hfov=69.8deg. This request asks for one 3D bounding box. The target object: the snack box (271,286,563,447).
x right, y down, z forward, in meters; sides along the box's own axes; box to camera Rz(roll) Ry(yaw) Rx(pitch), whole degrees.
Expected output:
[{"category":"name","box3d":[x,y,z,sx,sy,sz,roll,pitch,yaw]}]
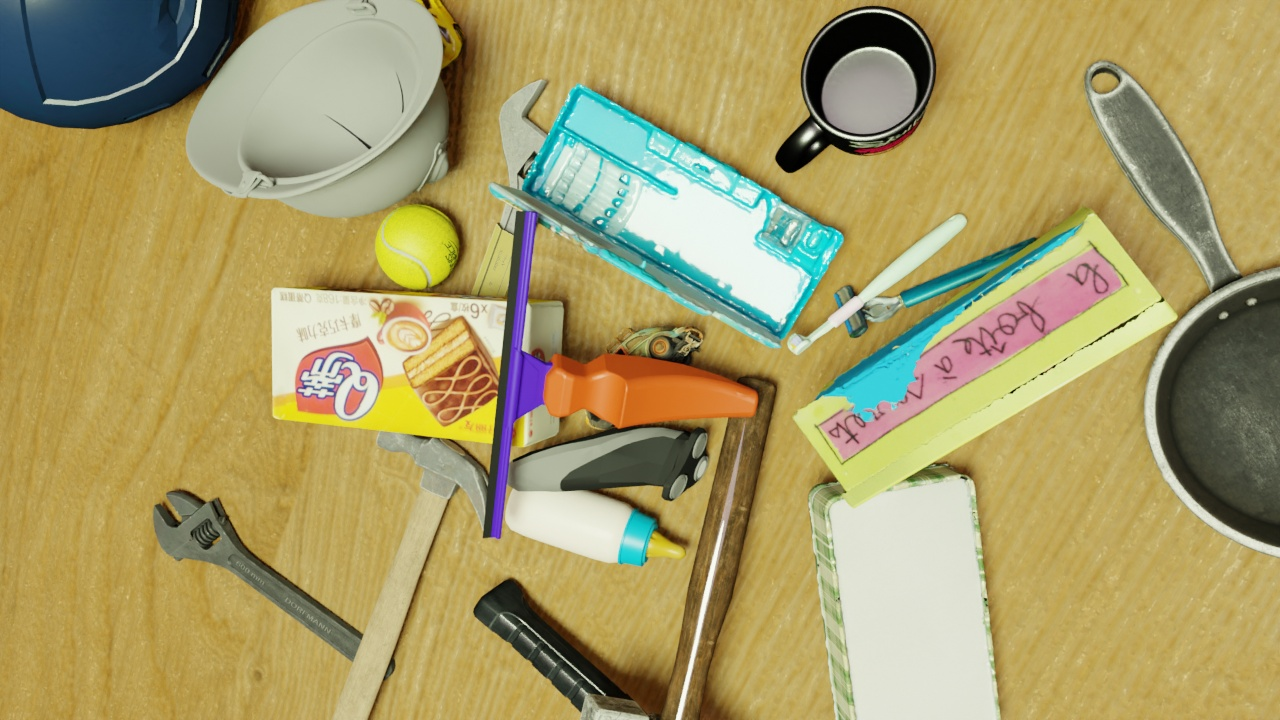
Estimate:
[{"category":"snack box","box3d":[-0.179,0.001,0.726,0.230,0.061,0.110,5,97,18]}]

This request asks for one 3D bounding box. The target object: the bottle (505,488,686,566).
[{"category":"bottle","box3d":[-0.033,0.132,0.730,0.146,0.051,0.051,15,101,12]}]

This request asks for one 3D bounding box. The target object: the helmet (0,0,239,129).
[{"category":"helmet","box3d":[-0.417,-0.308,0.689,0.223,0.232,0.272,20,101,-28]}]

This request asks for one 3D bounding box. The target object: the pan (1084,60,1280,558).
[{"category":"pan","box3d":[0.388,-0.041,0.598,0.188,0.055,0.356,-30,77,19]}]

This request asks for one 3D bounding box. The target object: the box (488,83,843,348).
[{"category":"box","box3d":[0.022,-0.101,0.639,0.227,0.121,0.098,31,104,4]}]

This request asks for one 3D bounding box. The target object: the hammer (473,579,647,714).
[{"category":"hammer","box3d":[0.000,0.296,0.723,0.333,0.117,0.025,38,109,13]}]

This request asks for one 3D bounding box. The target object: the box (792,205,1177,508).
[{"category":"box","box3d":[0.215,-0.001,0.597,0.221,0.124,0.081,-39,83,23]}]

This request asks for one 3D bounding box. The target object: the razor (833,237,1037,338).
[{"category":"razor","box3d":[0.214,-0.055,0.658,0.144,0.022,0.042,-21,56,13]}]

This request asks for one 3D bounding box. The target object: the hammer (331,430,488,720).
[{"category":"hammer","box3d":[-0.220,0.221,0.795,0.119,0.030,0.331,24,98,10]}]

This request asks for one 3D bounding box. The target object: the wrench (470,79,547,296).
[{"category":"wrench","box3d":[-0.111,-0.087,0.738,0.083,0.018,0.274,26,103,10]}]

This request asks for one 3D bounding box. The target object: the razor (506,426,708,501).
[{"category":"razor","box3d":[-0.027,0.080,0.707,0.156,0.060,0.057,0,138,6]}]

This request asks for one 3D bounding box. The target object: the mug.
[{"category":"mug","box3d":[0.139,-0.172,0.619,0.118,0.098,0.082,-42,86,16]}]

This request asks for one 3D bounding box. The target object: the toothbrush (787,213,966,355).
[{"category":"toothbrush","box3d":[0.169,-0.055,0.654,0.155,0.022,0.015,-37,111,1]}]

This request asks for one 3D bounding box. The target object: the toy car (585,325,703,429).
[{"category":"toy car","box3d":[-0.004,0.004,0.709,0.112,0.047,0.047,-44,63,10]}]

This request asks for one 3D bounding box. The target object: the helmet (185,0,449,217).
[{"category":"helmet","box3d":[-0.222,-0.174,0.710,0.272,0.117,0.183,14,72,36]}]

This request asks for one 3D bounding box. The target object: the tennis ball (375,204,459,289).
[{"category":"tennis ball","box3d":[-0.177,-0.090,0.731,0.065,0.065,0.065,2,98,14]}]

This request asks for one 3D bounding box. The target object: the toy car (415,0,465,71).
[{"category":"toy car","box3d":[-0.180,-0.276,0.726,0.049,0.030,0.107,-32,87,17]}]

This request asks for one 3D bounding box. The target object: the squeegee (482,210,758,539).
[{"category":"squeegee","box3d":[-0.008,0.021,0.652,0.184,0.055,0.250,6,115,-9]}]

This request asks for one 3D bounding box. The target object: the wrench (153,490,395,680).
[{"category":"wrench","box3d":[-0.337,0.207,0.839,0.273,0.018,0.073,34,104,7]}]

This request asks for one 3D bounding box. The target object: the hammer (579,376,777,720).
[{"category":"hammer","box3d":[0.090,0.169,0.695,0.217,0.037,0.300,15,86,-17]}]

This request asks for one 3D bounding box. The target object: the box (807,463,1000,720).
[{"category":"box","box3d":[0.191,0.183,0.666,0.117,0.049,0.205,-11,97,-7]}]
